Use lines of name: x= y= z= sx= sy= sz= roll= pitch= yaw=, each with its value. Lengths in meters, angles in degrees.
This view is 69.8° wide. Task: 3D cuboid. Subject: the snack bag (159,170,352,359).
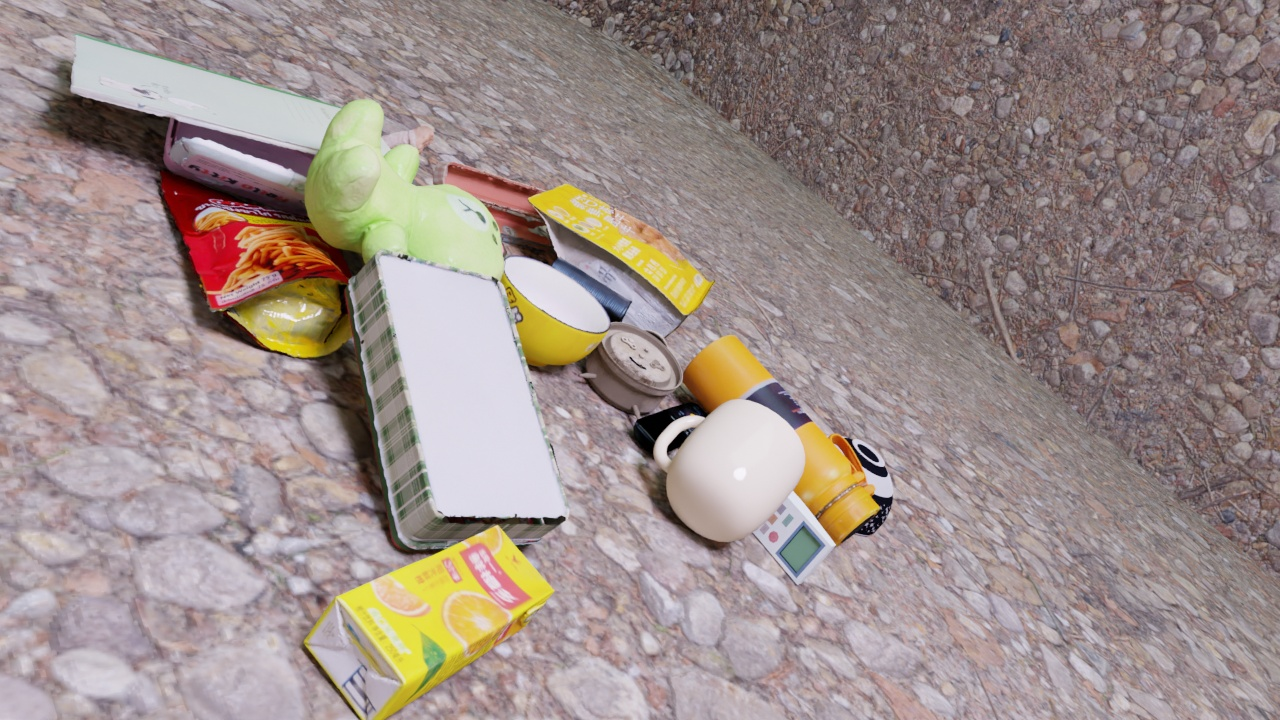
snack bag: x=-0.287 y=-0.078 z=0.709 sx=0.138 sy=0.067 sz=0.208 roll=9 pitch=24 yaw=-38

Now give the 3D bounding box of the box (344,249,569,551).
box: x=-0.126 y=0.027 z=0.621 sx=0.117 sy=0.051 sz=0.205 roll=10 pitch=52 yaw=-48

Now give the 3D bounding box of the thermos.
thermos: x=0.148 y=0.076 z=0.934 sx=0.232 sy=0.091 sz=0.076 roll=50 pitch=-4 yaw=22

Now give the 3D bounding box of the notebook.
notebook: x=-0.344 y=-0.221 z=0.792 sx=0.252 sy=0.010 sz=0.182 roll=8 pitch=24 yaw=-34

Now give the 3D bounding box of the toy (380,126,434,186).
toy: x=-0.264 y=-0.196 z=0.928 sx=0.105 sy=0.085 sz=0.074 roll=-5 pitch=7 yaw=-35

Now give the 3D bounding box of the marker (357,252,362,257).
marker: x=-0.217 y=-0.081 z=0.793 sx=0.021 sy=0.017 sz=0.124 roll=-4 pitch=-40 yaw=48

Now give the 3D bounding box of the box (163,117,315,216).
box: x=-0.304 y=-0.153 z=0.800 sx=0.201 sy=0.077 sz=0.146 roll=18 pitch=23 yaw=-36

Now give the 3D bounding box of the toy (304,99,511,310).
toy: x=-0.185 y=-0.105 z=0.733 sx=0.197 sy=0.107 sz=0.150 roll=54 pitch=13 yaw=-42

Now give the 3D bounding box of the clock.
clock: x=-0.005 y=0.005 z=0.922 sx=0.093 sy=0.055 sz=0.140 roll=37 pitch=29 yaw=1

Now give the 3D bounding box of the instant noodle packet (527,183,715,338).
instant noodle packet: x=-0.029 y=-0.123 z=1.081 sx=0.221 sy=0.084 sz=0.162 roll=42 pitch=23 yaw=-2

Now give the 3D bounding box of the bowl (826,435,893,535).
bowl: x=0.227 y=0.123 z=0.995 sx=0.120 sy=0.066 sz=0.120 roll=30 pitch=22 yaw=-14

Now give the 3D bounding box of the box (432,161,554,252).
box: x=-0.164 y=-0.176 z=1.065 sx=0.042 sy=0.082 sz=0.186 roll=14 pitch=5 yaw=42

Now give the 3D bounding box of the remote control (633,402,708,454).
remote control: x=0.037 y=0.066 z=0.901 sx=0.041 sy=0.020 sz=0.151 roll=46 pitch=22 yaw=15

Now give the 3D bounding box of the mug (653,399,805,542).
mug: x=0.064 y=0.093 z=0.777 sx=0.120 sy=0.096 sz=0.099 roll=30 pitch=47 yaw=22

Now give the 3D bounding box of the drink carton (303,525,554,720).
drink carton: x=-0.109 y=0.140 z=0.502 sx=0.058 sy=0.043 sz=0.134 roll=45 pitch=24 yaw=15

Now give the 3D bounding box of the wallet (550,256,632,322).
wallet: x=-0.058 y=-0.064 z=0.959 sx=0.089 sy=0.026 sz=0.115 roll=32 pitch=-14 yaw=-1

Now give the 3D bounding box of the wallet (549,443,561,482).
wallet: x=-0.116 y=0.069 z=0.667 sx=0.123 sy=0.019 sz=0.072 roll=24 pitch=25 yaw=-27

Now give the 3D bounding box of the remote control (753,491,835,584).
remote control: x=0.117 y=0.133 z=0.838 sx=0.024 sy=0.050 sz=0.143 roll=8 pitch=34 yaw=-51

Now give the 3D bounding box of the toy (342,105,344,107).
toy: x=-0.341 y=-0.238 z=0.926 sx=0.127 sy=0.065 sz=0.095 roll=11 pitch=23 yaw=-37

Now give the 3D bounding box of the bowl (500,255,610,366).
bowl: x=-0.094 y=-0.037 z=0.858 sx=0.117 sy=0.068 sz=0.117 roll=30 pitch=22 yaw=-14
